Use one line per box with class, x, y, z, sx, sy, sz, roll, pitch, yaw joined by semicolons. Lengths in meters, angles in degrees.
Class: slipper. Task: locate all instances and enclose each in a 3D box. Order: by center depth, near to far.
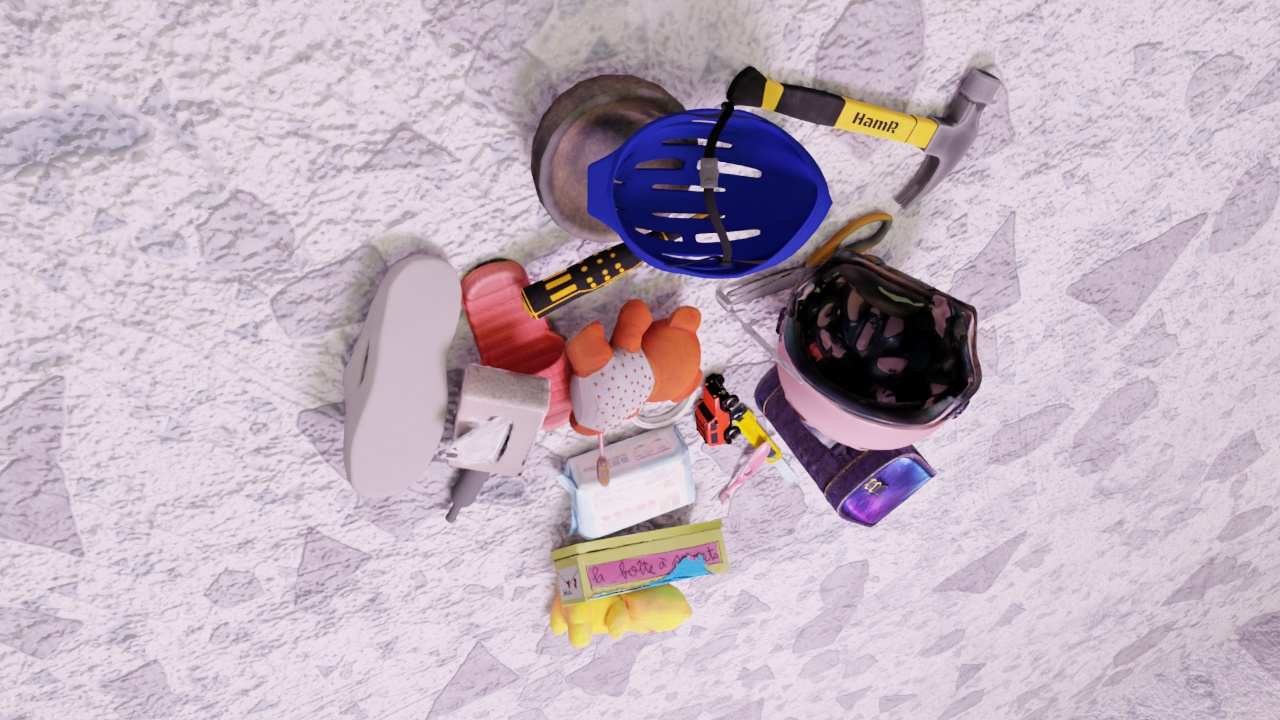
slipper;-0.260;0.009;0.956;0.112;0.081;0.266;-9;120;-47
slipper;-0.128;0.001;1.015;0.103;0.059;0.249;-25;133;-6

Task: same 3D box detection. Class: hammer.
hammer;0.023;-0.127;0.949;0.320;0.123;0.036;-26;102;0
hammer;0.233;-0.259;0.991;0.324;0.034;0.170;5;127;-28

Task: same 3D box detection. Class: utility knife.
utility knife;0.181;0.124;1.308;0.030;0.019;0.218;-29;139;13

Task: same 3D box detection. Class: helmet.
helmet;0.078;-0.144;0.781;0.241;0.228;0.148;0;95;-13
helmet;0.259;0.005;1.066;0.230;0.254;0.153;22;139;1

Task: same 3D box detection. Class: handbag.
handbag;0.262;0.100;1.197;0.126;0.204;0.222;-43;140;13

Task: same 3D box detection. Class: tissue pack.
tissue pack;-0.165;0.078;1.010;0.104;0.071;0.182;10;150;-13
tissue pack;-0.017;0.160;1.201;0.181;0.070;0.112;-17;133;-9

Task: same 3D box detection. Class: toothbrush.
toothbrush;0.131;-0.029;1.031;0.010;0.181;0.010;-21;131;-16
toothbrush;-0.048;0.067;1.100;0.015;0.015;0.184;-6;109;-10
toothbrush;0.148;0.163;1.310;0.021;0.016;0.135;16;128;-22

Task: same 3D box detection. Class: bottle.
bottle;-0.212;0.157;1.127;0.030;0.030;0.113;13;121;-34

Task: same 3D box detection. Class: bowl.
bowl;-0.030;-0.199;0.880;0.162;0.070;0.162;-14;133;-16

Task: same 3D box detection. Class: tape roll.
tape roll;0.025;0.048;1.162;0.093;0.013;0.093;-13;132;-15

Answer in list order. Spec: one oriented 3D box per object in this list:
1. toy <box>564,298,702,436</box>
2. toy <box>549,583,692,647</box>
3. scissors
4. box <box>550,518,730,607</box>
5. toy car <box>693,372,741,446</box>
toy;-0.006;0.006;1.043;0.172;0.093;0.164;-21;131;-26
toy;-0.033;0.361;1.355;0.193;0.135;0.087;-2;85;-19
scissors;0.207;-0.117;1.107;0.227;0.016;0.134;-12;134;-17
box;0.001;0.278;1.272;0.220;0.082;0.125;-8;167;-22
toy car;0.098;0.068;1.188;0.048;0.051;0.100;-20;135;-12
